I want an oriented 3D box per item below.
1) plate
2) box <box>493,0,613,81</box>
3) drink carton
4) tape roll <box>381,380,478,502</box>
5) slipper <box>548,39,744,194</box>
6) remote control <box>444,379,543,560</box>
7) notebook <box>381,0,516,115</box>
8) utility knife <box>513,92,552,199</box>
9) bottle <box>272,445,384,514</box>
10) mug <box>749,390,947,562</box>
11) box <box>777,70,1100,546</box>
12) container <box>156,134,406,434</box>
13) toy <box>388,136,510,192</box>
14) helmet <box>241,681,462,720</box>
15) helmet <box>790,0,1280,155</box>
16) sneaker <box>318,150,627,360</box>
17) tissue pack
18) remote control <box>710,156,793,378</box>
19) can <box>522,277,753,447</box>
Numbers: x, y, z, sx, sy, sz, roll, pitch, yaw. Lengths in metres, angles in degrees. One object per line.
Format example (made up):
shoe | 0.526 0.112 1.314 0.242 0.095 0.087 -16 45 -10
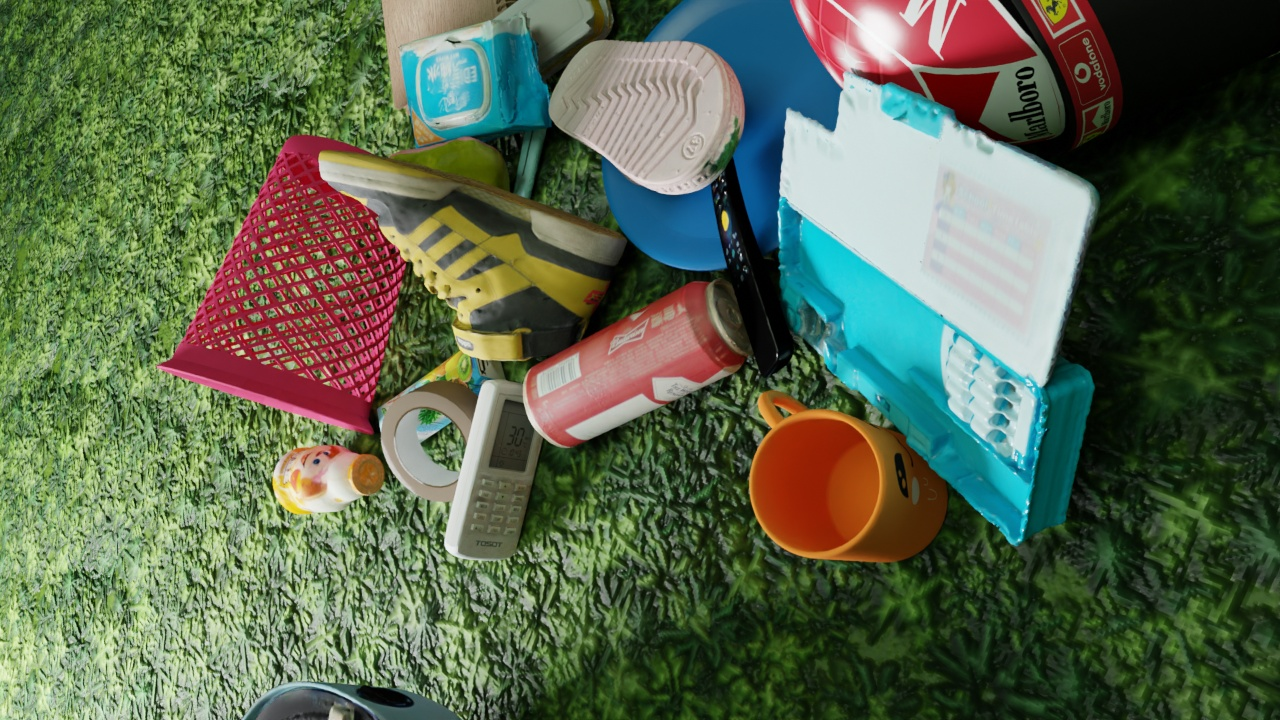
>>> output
plate | 0.067 -0.170 0.654 0.225 0.024 0.224 -10 73 35
box | -0.111 -0.264 0.804 0.210 0.044 0.065 -23 85 33
drink carton | -0.170 0.031 0.775 0.129 0.038 0.044 -32 62 26
tape roll | -0.160 0.065 0.737 0.094 0.030 0.094 6 108 20
slipper | 0.011 -0.170 0.642 0.094 0.064 0.239 -59 36 8
remote control | -0.109 0.084 0.703 0.025 0.060 0.138 10 85 42
notebook | -0.189 -0.369 0.898 0.170 0.022 0.210 -26 65 31
utility knife | -0.094 -0.170 0.784 0.022 0.015 0.120 12 89 31
bottle | -0.278 0.106 0.823 0.109 0.063 0.063 -10 73 35
mug | 0.109 0.060 0.521 0.078 0.095 0.112 -48 56 18
box | 0.134 -0.045 0.461 0.226 0.039 0.182 -126 24 -52
container | -0.291 -0.069 0.818 0.183 0.183 0.225 8 76 38
toy | -0.164 -0.150 0.770 0.110 0.090 0.051 1 62 -3
helmet | -0.181 0.338 0.627 0.266 0.166 0.225 20 89 37
helmet | 0.192 -0.215 0.459 0.225 0.197 0.271 -43 56 11
sneaker | -0.139 -0.076 0.700 0.238 0.086 0.122 18 101 4
tissue pack | -0.139 -0.230 0.764 0.145 0.061 0.093 -2 100 34
remote control | 0.069 -0.064 0.591 0.020 0.041 0.151 -10 71 -11
can | -0.004 0.004 0.639 0.171 0.067 0.067 -27 64 29
